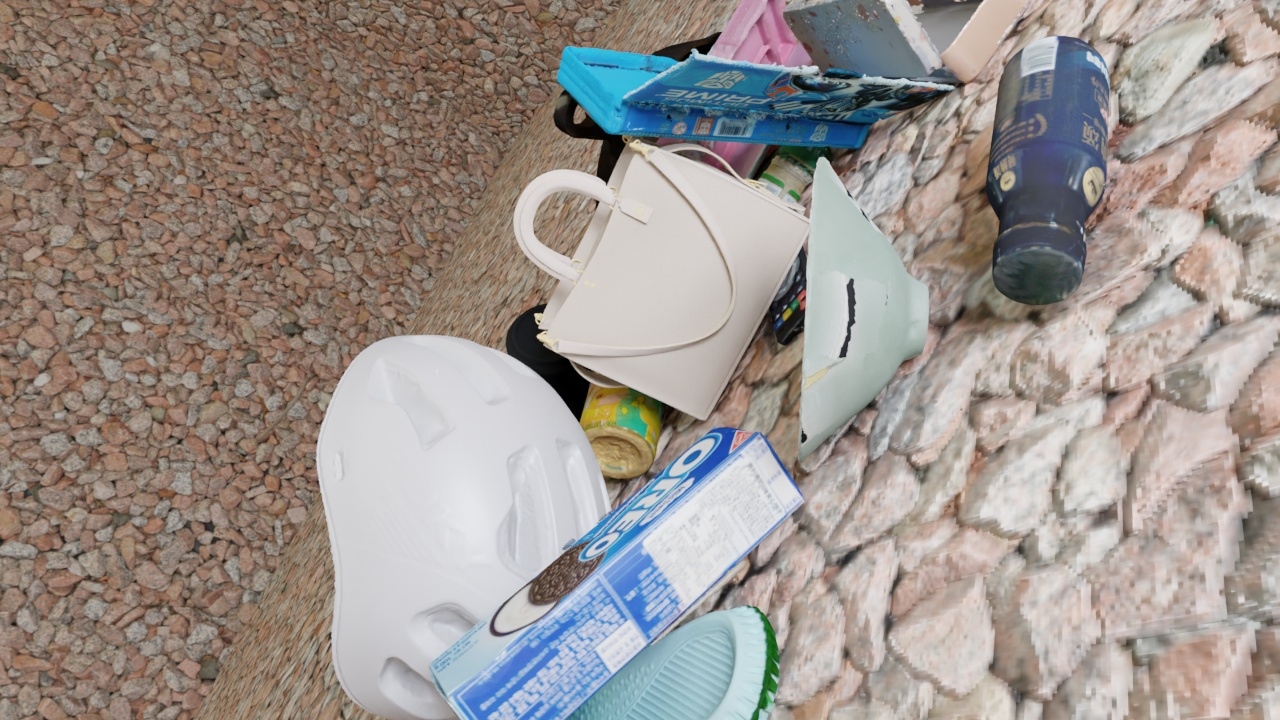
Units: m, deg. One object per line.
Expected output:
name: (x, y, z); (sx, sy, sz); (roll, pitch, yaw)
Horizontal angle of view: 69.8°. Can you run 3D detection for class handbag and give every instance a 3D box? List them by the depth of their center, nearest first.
handbag: (-0.003, -0.073, 0.690); (0.195, 0.197, 0.101); (-63, 20, 14)

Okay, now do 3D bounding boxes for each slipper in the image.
slipper: (-0.029, 0.221, 0.531); (0.277, 0.069, 0.115); (-45, 25, 31)

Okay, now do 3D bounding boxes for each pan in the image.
pan: (-0.002, -0.204, 0.856); (0.355, 0.043, 0.249); (-8, -61, -67)

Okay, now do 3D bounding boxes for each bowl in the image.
bowl: (0.127, -0.027, 0.521); (0.174, 0.068, 0.174); (6, -91, -79)

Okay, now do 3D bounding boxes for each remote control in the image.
remote control: (0.114, -0.068, 0.708); (0.046, 0.021, 0.140); (-55, 21, 32)

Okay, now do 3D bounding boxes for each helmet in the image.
helmet: (-0.121, 0.108, 0.670); (0.184, 0.224, 0.282); (-27, 62, 14)

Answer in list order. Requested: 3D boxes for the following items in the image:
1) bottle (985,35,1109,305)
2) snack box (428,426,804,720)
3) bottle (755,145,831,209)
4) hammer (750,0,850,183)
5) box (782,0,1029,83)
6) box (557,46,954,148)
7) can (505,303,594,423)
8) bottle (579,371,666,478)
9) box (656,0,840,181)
bottle: (0.207, -0.100, 0.469); (0.056, 0.056, 0.160); (-32, 31, 52)
snack box: (-0.010, 0.126, 0.521); (0.226, 0.059, 0.059); (-37, 12, -18)
bottle: (0.119, -0.145, 0.791); (0.110, 0.042, 0.042); (-57, 18, 5)
hammer: (0.164, -0.286, 0.923); (0.133, 0.033, 0.332); (-27, 34, 59)
box: (0.206, -0.269, 0.725); (0.108, 0.095, 0.216); (-30, 20, 1)
box: (0.083, -0.186, 0.672); (0.174, 0.243, 0.064); (28, 118, 53)
can: (-0.078, 0.019, 0.859); (0.146, 0.080, 0.080); (88, -163, -52)
bottle: (-0.005, 0.005, 0.813); (0.068, 0.068, 0.209); (-41, 24, 39)
box: (0.110, -0.243, 0.865); (0.099, 0.099, 0.232); (18, 69, 32)
